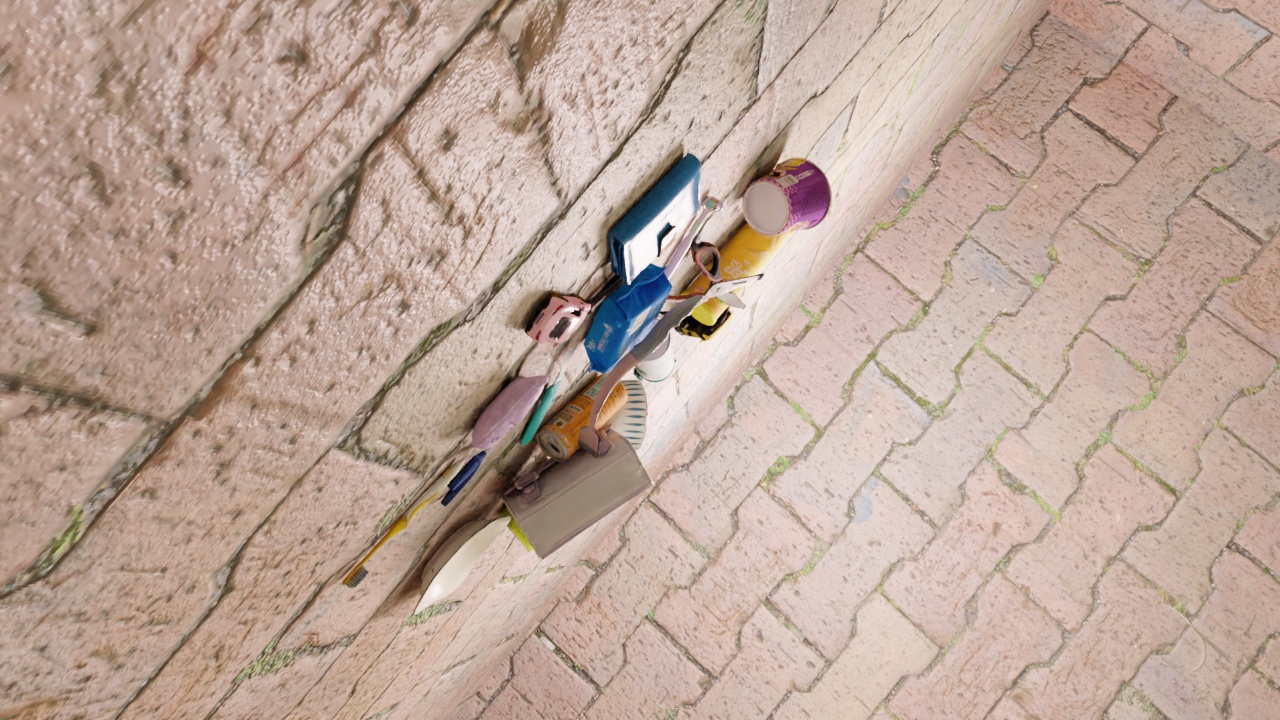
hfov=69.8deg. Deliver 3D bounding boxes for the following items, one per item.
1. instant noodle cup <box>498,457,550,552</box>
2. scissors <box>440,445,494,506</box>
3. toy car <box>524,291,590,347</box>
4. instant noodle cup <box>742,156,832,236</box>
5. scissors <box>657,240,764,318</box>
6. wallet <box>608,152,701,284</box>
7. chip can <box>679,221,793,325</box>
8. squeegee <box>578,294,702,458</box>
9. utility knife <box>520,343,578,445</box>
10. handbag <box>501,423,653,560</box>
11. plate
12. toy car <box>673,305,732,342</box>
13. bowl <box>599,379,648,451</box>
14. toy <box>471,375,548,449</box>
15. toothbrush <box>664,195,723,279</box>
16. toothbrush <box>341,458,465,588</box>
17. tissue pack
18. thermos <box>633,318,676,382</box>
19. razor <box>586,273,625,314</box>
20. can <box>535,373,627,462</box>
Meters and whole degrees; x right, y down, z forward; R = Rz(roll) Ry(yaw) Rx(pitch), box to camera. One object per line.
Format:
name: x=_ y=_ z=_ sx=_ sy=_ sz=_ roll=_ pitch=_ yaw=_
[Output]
instant noodle cup: x=-0.155 y=0.237 z=1.461 sx=0.123 sy=0.111 sz=0.112 roll=-41 pitch=168 yaw=-11
scissors: x=-0.190 y=0.117 z=1.092 sx=0.163 sy=0.012 sz=0.172 roll=-50 pitch=180 yaw=31
toy car: x=-0.083 y=-0.042 z=0.975 sx=0.056 sy=0.037 sz=0.122 roll=-51 pitch=171 yaw=11
instant noodle cup: x=0.210 y=-0.235 z=1.357 sx=0.099 sy=0.111 sz=0.112 roll=-29 pitch=158 yaw=-41
scissors: x=0.101 y=-0.110 z=1.368 sx=0.189 sy=0.015 sz=0.227 roll=-38 pitch=145 yaw=-6
wallet: x=0.018 y=-0.154 z=1.013 sx=0.133 sy=0.040 sz=0.106 roll=-47 pitch=164 yaw=-15
chip can: x=0.156 y=-0.154 z=1.475 sx=0.213 sy=0.072 sz=0.072 roll=-48 pitch=169 yaw=-14
squeegee: x=-0.007 y=0.007 z=1.163 sx=0.249 sy=0.040 sz=0.248 roll=-52 pitch=-175 yaw=-7
utility knife: x=-0.120 y=0.049 z=1.188 sx=0.029 sy=0.013 sz=0.224 roll=-38 pitch=166 yaw=-44
handbag: x=-0.099 y=0.181 z=1.342 sx=0.196 sy=0.098 sz=0.145 roll=-32 pitch=-163 yaw=-12
plate: x=-0.267 y=0.286 z=1.333 sx=0.164 sy=0.034 sz=0.163 roll=-52 pitch=169 yaw=10
toy car: x=0.108 y=-0.064 z=1.538 sx=0.071 sy=0.041 sz=0.156 roll=-46 pitch=-162 yaw=-9
bowl: x=-0.038 y=0.087 z=1.462 sx=0.066 sy=0.116 sz=0.117 roll=3 pitch=144 yaw=-18
toy: x=-0.150 y=0.056 z=1.027 sx=0.108 sy=0.039 sz=0.084 roll=-50 pitch=-170 yaw=-13
toothbrush: x=0.054 y=-0.143 z=1.242 sx=0.190 sy=0.029 sz=0.021 roll=-57 pitch=-155 yaw=34
toothbrush: x=-0.264 y=0.183 z=1.040 sx=0.191 sy=0.018 sz=0.016 roll=-47 pitch=171 yaw=-18
tissue pack: x=-0.021 y=-0.052 z=1.152 sx=0.094 sy=0.052 sz=0.158 roll=-40 pitch=165 yaw=-38
thermos: x=0.016 y=-0.009 z=1.415 sx=0.073 sy=0.073 sz=0.224 roll=-49 pitch=170 yaw=-6
razor: x=-0.018 y=-0.104 z=1.071 sx=0.142 sy=0.022 sz=0.043 roll=-48 pitch=167 yaw=-11
can: x=-0.083 y=0.081 z=1.331 sx=0.145 sy=0.058 sz=0.058 roll=-43 pitch=167 yaw=-35
